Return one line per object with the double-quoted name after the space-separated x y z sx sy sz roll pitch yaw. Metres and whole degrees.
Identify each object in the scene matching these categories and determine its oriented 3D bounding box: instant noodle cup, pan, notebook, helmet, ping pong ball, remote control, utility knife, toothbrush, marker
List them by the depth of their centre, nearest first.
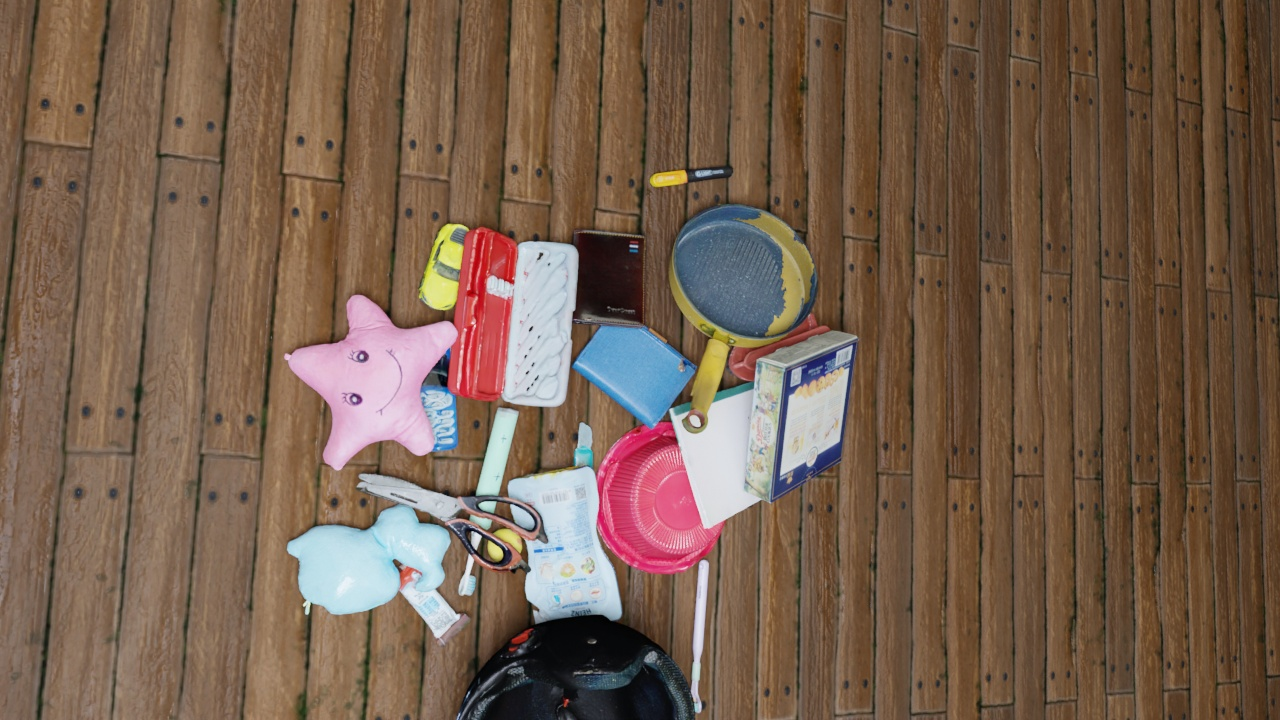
-0.079 0.397 0.996 0.274 0.230 0.233 -7 95 -15 "helmet"
-0.241 0.043 1.067 0.049 0.024 0.125 -1 83 -22 "remote control"
-0.159 0.218 1.077 0.040 0.040 0.040 2 85 -22 "ping pong ball"
-0.182 0.164 1.080 0.027 0.026 0.224 21 77 -41 "toothbrush"
-0.073 0.166 1.131 0.029 0.013 0.179 4 84 -18 "utility knife"
0.109 -0.052 1.139 0.197 0.078 0.356 25 63 -3 "pan"
0.041 0.173 1.150 0.193 0.066 0.193 2 86 -23 "instant noodle cup"
0.122 0.111 1.165 0.208 0.012 0.150 -14 88 -50 "notebook"
0.073 0.351 1.174 0.021 0.029 0.189 21 72 -61 "toothbrush"
0.070 -0.247 1.224 0.123 0.015 0.018 -12 94 -24 "marker"

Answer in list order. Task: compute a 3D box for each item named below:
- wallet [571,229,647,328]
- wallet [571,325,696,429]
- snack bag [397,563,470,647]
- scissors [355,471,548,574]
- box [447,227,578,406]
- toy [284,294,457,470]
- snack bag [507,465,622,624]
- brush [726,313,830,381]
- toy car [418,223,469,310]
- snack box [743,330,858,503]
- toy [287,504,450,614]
-0.040 -0.102 1.147 0.096 0.020 0.122 4 75 -9 "wallet"
-0.007 0.007 1.157 0.133 0.040 0.106 38 73 -7 "wallet"
-0.244 0.274 1.046 0.048 0.026 0.104 -43 102 -16 "snack bag"
-0.215 0.182 1.033 0.206 0.015 0.192 -16 75 -29 "scissors"
-0.152 -0.049 1.092 0.154 0.074 0.201 8 83 -26 "box"
-0.306 0.027 1.016 0.178 0.075 0.194 14 83 -8 "toy"
-0.091 0.226 1.099 0.110 0.039 0.191 -11 89 -9 "snack bag"
0.182 -0.014 1.220 0.145 0.069 0.063 -20 92 -22 "brush"
-0.226 -0.111 1.082 0.048 0.032 0.105 20 80 -20 "toy car"
0.205 0.067 1.165 0.177 0.046 0.183 -18 119 -47 "snack box"
-0.301 0.222 1.010 0.161 0.050 0.155 33 57 0 "toy"
